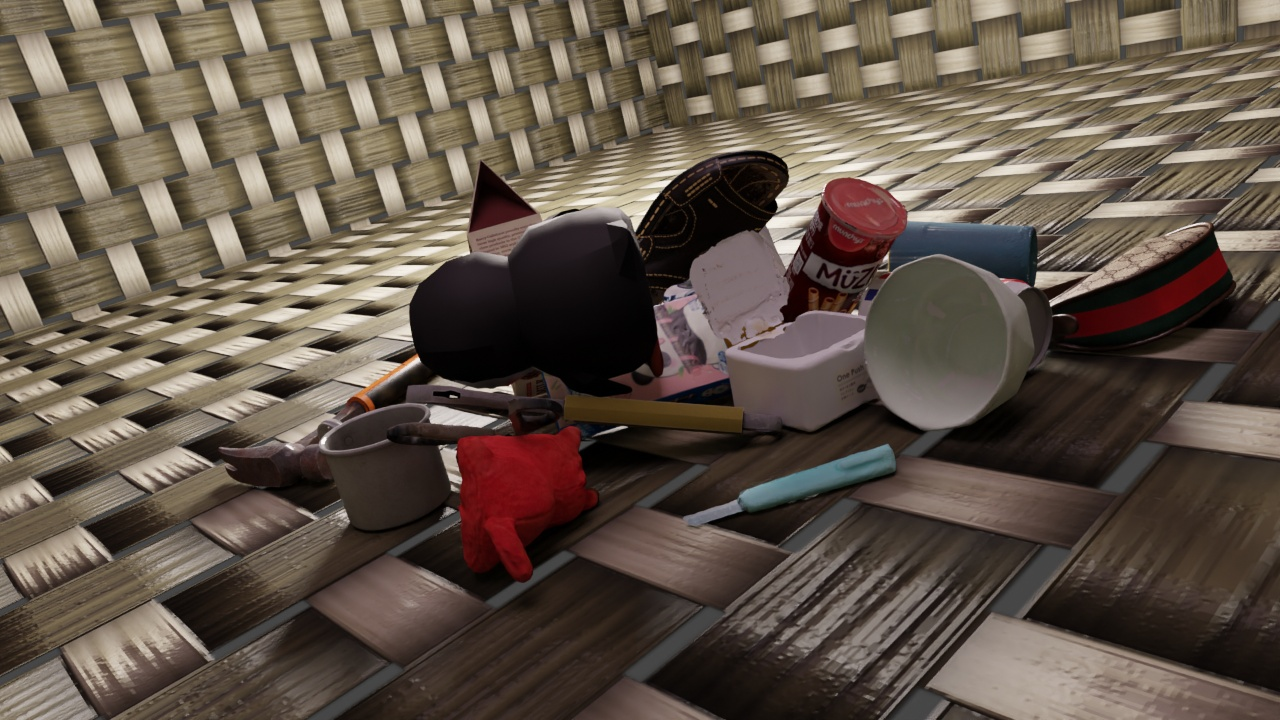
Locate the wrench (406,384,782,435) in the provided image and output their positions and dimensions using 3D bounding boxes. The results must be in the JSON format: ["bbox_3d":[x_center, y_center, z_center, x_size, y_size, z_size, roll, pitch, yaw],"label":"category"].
[{"bbox_3d":[-0.033,0.037,0.673,0.273,0.018,0.083,4,-8,6],"label":"wrench"}]

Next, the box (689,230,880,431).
[{"bbox_3d":[0.110,-0.034,0.718,0.107,0.132,0.152,-21,20,-29],"label":"box"}]

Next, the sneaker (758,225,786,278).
[{"bbox_3d":[0.096,-0.105,1.016,0.090,0.099,0.235,-42,27,23],"label":"sneaker"}]

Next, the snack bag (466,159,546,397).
[{"bbox_3d":[-0.116,-0.078,0.863,0.069,0.206,0.094,-18,-16,-12],"label":"snack bag"}]

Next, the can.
[{"bbox_3d":[0.238,-0.030,0.705,0.070,0.070,0.132,-25,21,-30],"label":"can"}]

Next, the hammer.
[{"bbox_3d":[-0.285,0.043,0.936,0.138,0.035,0.313,-6,19,22],"label":"hammer"}]

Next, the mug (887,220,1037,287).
[{"bbox_3d":[0.301,-0.093,0.853,0.121,0.078,0.078,3,24,30],"label":"mug"}]

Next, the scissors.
[{"bbox_3d":[-0.100,0.052,0.657,0.157,0.012,0.171,0,-18,-16],"label":"scissors"}]

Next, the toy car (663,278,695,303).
[{"bbox_3d":[0.062,-0.067,0.847,0.089,0.027,0.039,-14,21,-26],"label":"toy car"}]

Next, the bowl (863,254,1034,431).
[{"bbox_3d":[0.215,-0.012,0.623,0.061,0.117,0.118,-4,9,-35],"label":"bowl"}]

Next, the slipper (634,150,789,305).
[{"bbox_3d":[0.042,-0.096,0.897,0.268,0.113,0.075,-44,48,23],"label":"slipper"}]

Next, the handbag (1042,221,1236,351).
[{"bbox_3d":[0.367,-0.051,0.717,0.166,0.063,0.139,-27,6,-27],"label":"handbag"}]

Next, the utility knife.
[{"bbox_3d":[0.094,0.079,0.574,0.141,0.015,0.022,-16,37,-5],"label":"utility knife"}]

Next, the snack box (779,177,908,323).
[{"bbox_3d":[0.163,-0.083,0.764,0.072,0.122,0.072,10,46,-10],"label":"snack box"}]

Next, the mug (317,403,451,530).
[{"bbox_3d":[-0.203,0.079,0.703,0.113,0.070,0.084,0,23,37],"label":"mug"}]

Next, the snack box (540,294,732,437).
[{"bbox_3d":[-0.005,0.004,0.763,0.154,0.033,0.088,-17,62,-7],"label":"snack box"}]

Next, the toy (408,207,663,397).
[{"bbox_3d":[-0.084,-0.043,0.690,0.184,0.159,0.140,-12,-24,-2],"label":"toy"}]

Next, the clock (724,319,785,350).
[{"bbox_3d":[0.087,-0.029,0.848,0.152,0.052,0.113,-12,18,-7],"label":"clock"}]

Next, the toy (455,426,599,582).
[{"bbox_3d":[-0.068,0.086,0.578,0.094,0.088,0.133,-6,18,-8],"label":"toy"}]
